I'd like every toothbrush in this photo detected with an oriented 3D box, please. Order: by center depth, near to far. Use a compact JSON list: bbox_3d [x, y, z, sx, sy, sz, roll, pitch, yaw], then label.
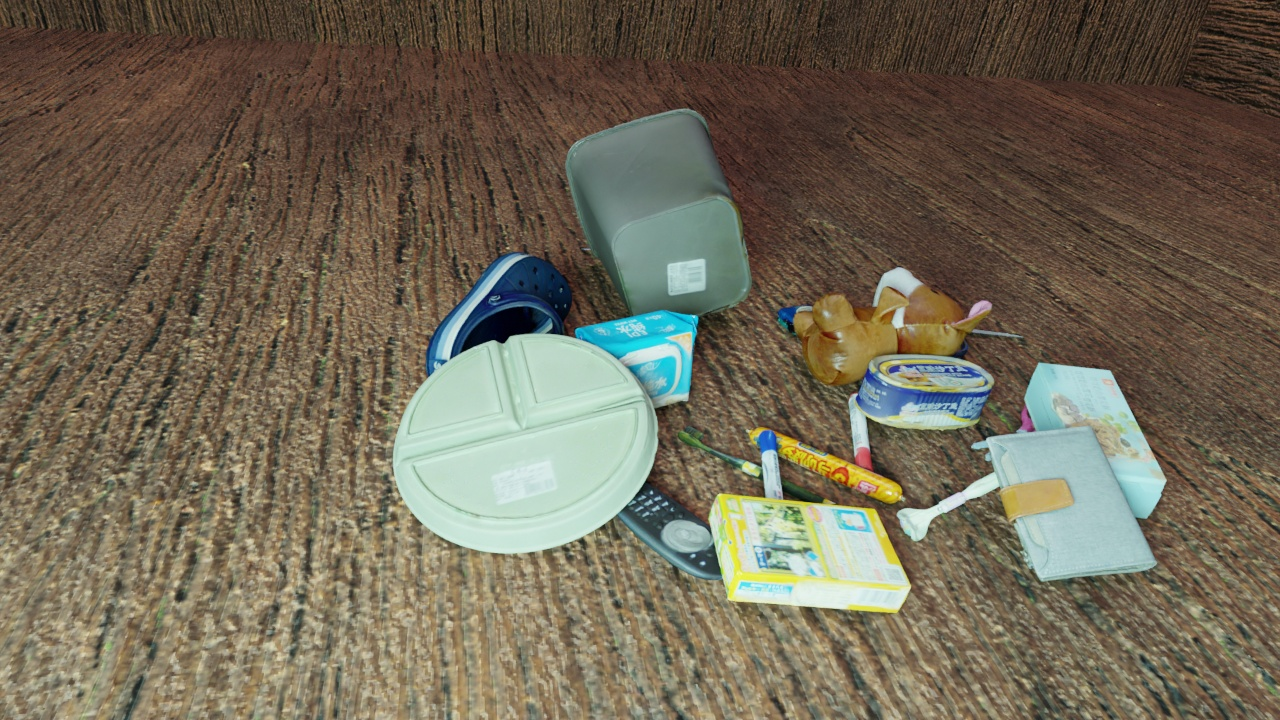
[{"bbox_3d":[0.308,0.108,0.809,0.189,0.020,0.029,-22,67,-18],"label":"toothbrush"},{"bbox_3d":[0.111,0.102,0.843,0.186,0.012,0.017,24,43,32],"label":"toothbrush"}]

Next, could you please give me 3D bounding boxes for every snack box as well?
[{"bbox_3d":[0.128,0.148,0.710,0.140,0.034,0.086,9,33,-14],"label":"snack box"},{"bbox_3d":[0.434,0.073,0.888,0.074,0.052,0.174,6,36,3],"label":"snack box"}]

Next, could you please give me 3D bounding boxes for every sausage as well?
[{"bbox_3d":[0.170,0.096,0.855,0.165,0.021,0.021,22,32,30],"label":"sausage"}]

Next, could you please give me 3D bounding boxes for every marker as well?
[{"bbox_3d":[0.116,0.113,0.801,0.017,0.017,0.145,5,36,-1],"label":"marker"},{"bbox_3d":[0.219,0.072,0.913,0.017,0.017,0.145,8,28,6],"label":"marker"}]

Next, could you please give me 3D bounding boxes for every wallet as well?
[{"bbox_3d":[0.357,0.117,0.772,0.106,0.037,0.129,-5,56,-6],"label":"wallet"}]

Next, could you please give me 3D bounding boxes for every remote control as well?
[{"bbox_3d":[0.025,0.140,0.745,0.053,0.024,0.136,-17,37,-40],"label":"remote control"}]

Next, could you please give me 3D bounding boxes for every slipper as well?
[{"bbox_3d":[-0.132,-0.040,0.971,0.095,0.105,0.252,8,29,21],"label":"slipper"}]

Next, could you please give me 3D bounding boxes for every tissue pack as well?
[{"bbox_3d":[-0.005,0.005,0.924,0.139,0.090,0.063,-12,32,-30],"label":"tissue pack"}]

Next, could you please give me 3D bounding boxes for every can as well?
[{"bbox_3d":[0.294,0.032,0.948,0.148,0.049,0.074,1,30,-22],"label":"can"}]

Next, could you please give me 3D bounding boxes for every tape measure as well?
[{"bbox_3d":[0.203,-0.047,1.128,0.058,0.025,0.054,-9,33,-18],"label":"tape measure"}]

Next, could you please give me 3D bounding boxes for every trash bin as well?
[{"bbox_3d":[0.030,-0.169,1.146,0.199,0.199,0.219,-18,38,-1],"label":"trash bin"}]

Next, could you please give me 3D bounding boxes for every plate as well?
[{"bbox_3d":[-0.100,0.059,0.789,0.230,0.027,0.229,-3,48,3],"label":"plate"}]

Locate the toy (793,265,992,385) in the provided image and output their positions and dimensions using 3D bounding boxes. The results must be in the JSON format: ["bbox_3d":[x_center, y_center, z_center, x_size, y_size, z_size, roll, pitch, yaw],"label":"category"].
[{"bbox_3d":[0.272,-0.039,1.011,0.199,0.130,0.140,-2,-6,-7],"label":"toy"}]

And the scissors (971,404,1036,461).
[{"bbox_3d":[0.395,0.083,0.928,0.137,0.017,0.077,-21,46,-34],"label":"scissors"}]

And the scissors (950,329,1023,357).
[{"bbox_3d":[0.394,-0.039,1.158,0.162,0.012,0.175,18,30,24],"label":"scissors"}]
